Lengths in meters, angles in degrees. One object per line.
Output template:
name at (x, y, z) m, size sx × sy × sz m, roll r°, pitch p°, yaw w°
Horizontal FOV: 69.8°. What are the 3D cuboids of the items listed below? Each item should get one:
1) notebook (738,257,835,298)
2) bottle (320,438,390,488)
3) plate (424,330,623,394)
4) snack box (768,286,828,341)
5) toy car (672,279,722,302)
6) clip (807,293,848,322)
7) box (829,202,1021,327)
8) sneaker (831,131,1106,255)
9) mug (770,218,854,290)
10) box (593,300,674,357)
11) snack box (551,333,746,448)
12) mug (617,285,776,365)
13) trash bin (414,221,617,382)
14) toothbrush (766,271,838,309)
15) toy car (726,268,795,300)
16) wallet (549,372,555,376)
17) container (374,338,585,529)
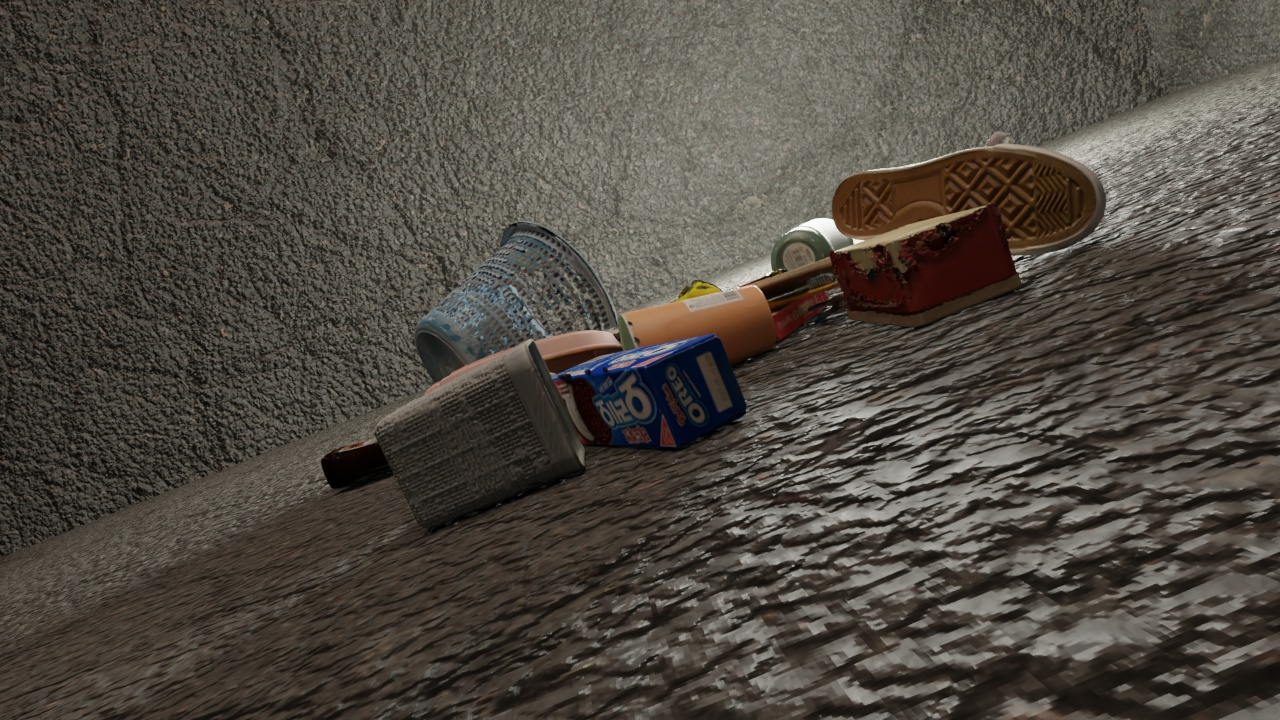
notebook at (0.133, -0.072, 0.903) m, size 0.212 × 0.012 × 0.149 m, roll -17°, pitch -3°, yaw 27°
bottle at (-0.251, 0.091, 1.001) m, size 0.195 × 0.044 × 0.079 m, roll -19°, pitch 3°, yaw 19°
plate at (-0.128, 0.014, 1.000) m, size 0.229 × 0.028 × 0.229 m, roll -18°, pitch -7°, yaw -3°
snack box at (0.128, -0.040, 0.906) m, size 0.075 × 0.025 × 0.152 m, roll -18°, pitch 7°, yaw 33°
toy car at (0.039, -0.025, 0.842) m, size 0.105 × 0.048 × 0.032 m, roll -50°, pitch 11°, yaw 18°
clip at (0.186, -0.052, 0.859) m, size 0.058 × 0.036 × 0.025 m, roll -24°, pitch 3°, yaw 14°
box at (0.206, -0.078, 0.702) m, size 0.091 × 0.078 × 0.168 m, roll -21°, pitch 5°, yaw -2°
sneaker at (0.283, -0.135, 0.790) m, size 0.087 × 0.118 × 0.241 m, roll -9°, pitch 11°, yaw -40°
mug at (0.231, -0.130, 1.165) m, size 0.112 × 0.082 × 0.106 m, roll 16°, pitch 22°, yaw 23°
box at (-0.009, -0.031, 1.077) m, size 0.087 × 0.075 × 0.163 m, roll 11°, pitch -14°, yaw -37°
snack box at (-0.006, 0.023, 0.639) m, size 0.057 × 0.058 × 0.208 m, roll -24°, pitch 6°, yaw -23°
mug at (0.050, -0.021, 0.792) m, size 0.122 × 0.078 × 0.078 m, roll -18°, pitch 5°, yaw -8°
trash bin at (-0.172, -0.035, 1.185) m, size 0.194 × 0.226 × 0.227 m, roll -40°, pitch 14°, yaw -29°
toothbrush at (0.106, -0.052, 0.867) m, size 0.192 × 0.018 × 0.016 m, roll -16°, pitch 7°, yaw 46°
toy car at (0.130, -0.067, 1.042) m, size 0.106 × 0.049 × 0.031 m, roll -24°, pitch 6°, yaw -25°
wallet at (-0.149, 0.042, 0.837) m, size 0.129 × 0.037 × 0.107 m, roll -26°, pitch 7°, yaw -30°
container at (-0.108, 0.051, 0.623) m, size 0.114 × 0.090 × 0.090 m, roll -25°, pitch 5°, yaw -1°
